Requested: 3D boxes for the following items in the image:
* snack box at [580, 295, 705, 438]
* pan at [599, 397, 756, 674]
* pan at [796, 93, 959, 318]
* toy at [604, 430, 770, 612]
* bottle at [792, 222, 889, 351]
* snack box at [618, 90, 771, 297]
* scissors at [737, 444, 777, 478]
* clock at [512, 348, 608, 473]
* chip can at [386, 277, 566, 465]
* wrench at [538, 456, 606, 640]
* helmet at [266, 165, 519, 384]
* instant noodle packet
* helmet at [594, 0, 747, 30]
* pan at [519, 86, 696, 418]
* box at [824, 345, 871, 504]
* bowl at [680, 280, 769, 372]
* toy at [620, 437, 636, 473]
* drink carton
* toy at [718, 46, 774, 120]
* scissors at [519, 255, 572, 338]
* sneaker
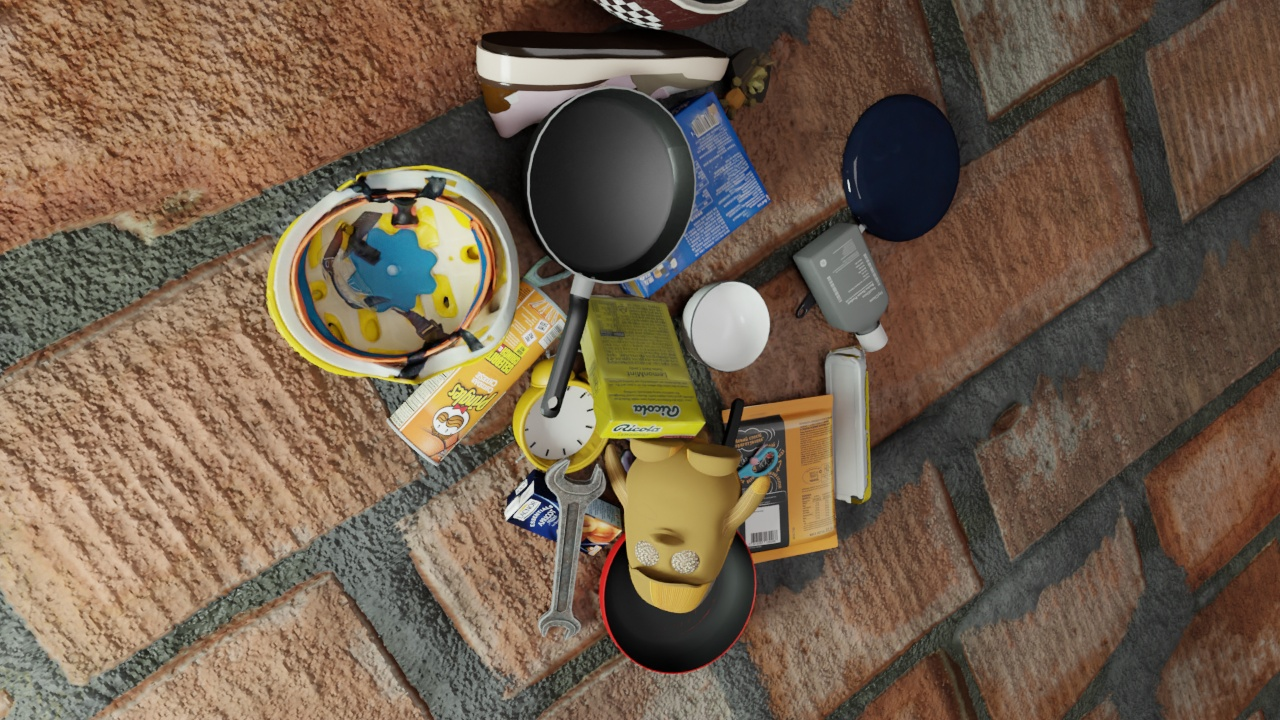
[{"bbox_3d":[-0.006,0.006,1.066,0.121,0.045,0.180,2,54,-26],"label":"snack box"},{"bbox_3d":[0.068,0.219,1.173,0.208,0.067,0.356,18,85,-20],"label":"pan"},{"bbox_3d":[0.317,-0.200,1.250,0.198,0.021,0.356,39,83,-25],"label":"pan"},{"bbox_3d":[0.041,0.192,1.062,0.162,0.199,0.203,-15,114,-69],"label":"toy"},{"bbox_3d":[0.280,-0.089,1.223,0.083,0.046,0.174,-37,113,-11],"label":"bottle"},{"bbox_3d":[0.032,-0.196,1.086,0.202,0.069,0.155,-39,113,-15],"label":"snack box"},{"bbox_3d":[0.109,0.140,1.198,0.135,0.015,0.135,-39,101,-1],"label":"scissors"},{"bbox_3d":[-0.089,0.060,1.085,0.113,0.052,0.152,15,97,-27],"label":"clock"},{"bbox_3d":[-0.176,0.012,1.012,0.215,0.075,0.075,-47,115,-7],"label":"chip can"},{"bbox_3d":[-0.086,0.228,1.085,0.070,0.010,0.274,0,119,-14],"label":"wrench"},{"bbox_3d":[-0.246,-0.089,0.939,0.240,0.139,0.209,-14,104,-8],"label":"helmet"},{"bbox_3d":[0.191,0.163,1.240,0.159,0.032,0.221,-7,102,-15],"label":"instant noodle packet"},{"bbox_3d":[0.024,-0.451,0.935,0.233,0.254,0.233,31,90,-41],"label":"helmet"},{"bbox_3d":[-0.056,-0.113,0.984,0.204,0.044,0.355,15,93,-33],"label":"pan"},{"bbox_3d":[0.296,0.089,1.257,0.079,0.080,0.209,-9,101,-22],"label":"box"},{"bbox_3d":[0.099,-0.045,1.147,0.113,0.063,0.113,-4,100,-24],"label":"bowl"},{"bbox_3d":[-0.004,0.094,1.136,0.080,0.036,0.100,-37,114,-24],"label":"toy"},{"bbox_3d":[-0.091,0.182,1.094,0.130,0.040,0.064,29,121,-26],"label":"drink carton"},{"bbox_3d":[0.120,-0.329,1.113,0.100,0.062,0.076,-54,135,-2],"label":"toy"},{"bbox_3d":[-0.149,-0.066,1.054,0.170,0.028,0.139,-20,109,-17],"label":"scissors"},{"bbox_3d":[-0.036,-0.300,1.029,0.293,0.111,0.117,-11,125,-25],"label":"sneaker"}]
